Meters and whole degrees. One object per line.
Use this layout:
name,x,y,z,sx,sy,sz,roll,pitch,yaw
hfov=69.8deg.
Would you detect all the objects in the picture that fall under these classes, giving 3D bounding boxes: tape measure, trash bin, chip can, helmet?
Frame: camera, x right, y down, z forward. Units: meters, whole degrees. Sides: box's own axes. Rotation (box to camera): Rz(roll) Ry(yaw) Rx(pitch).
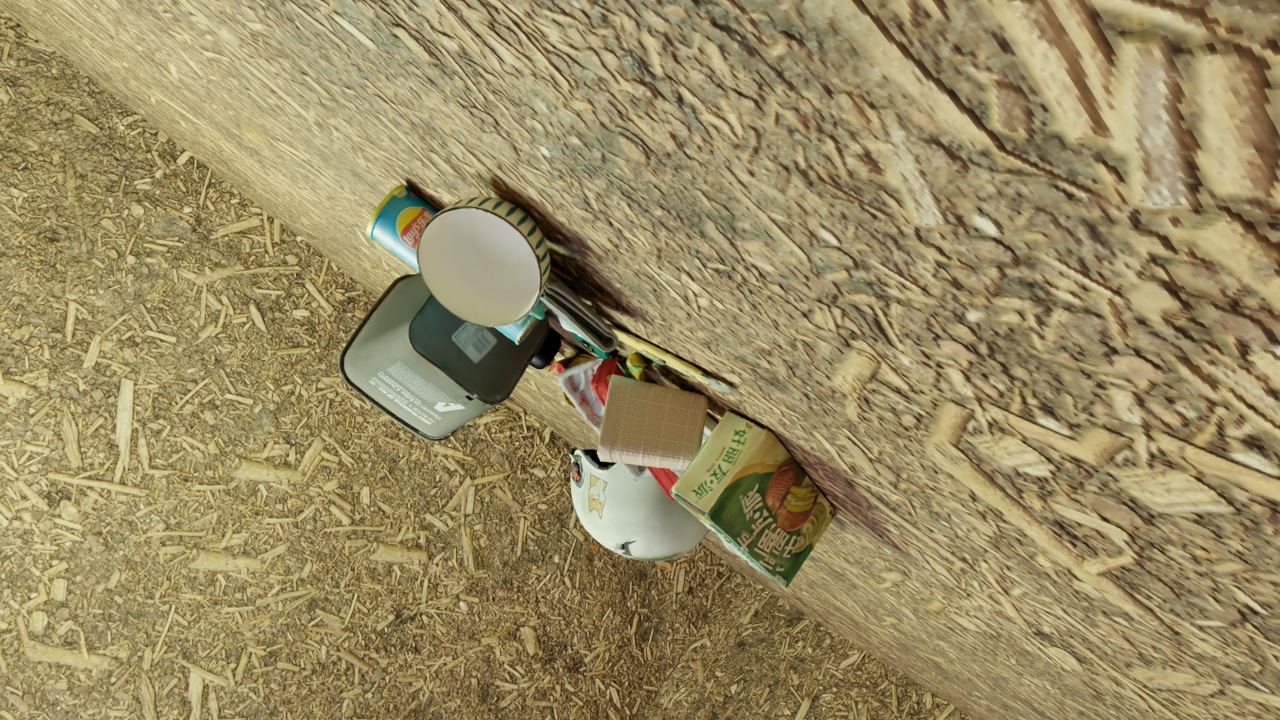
tape measure,-0.137,-0.015,1.293,0.039,0.057,0.057,38,168,-17
tape measure,-0.054,-0.023,1.068,0.058,0.025,0.054,33,169,18
trash bin,-0.251,-0.019,1.208,0.199,0.198,0.220,40,153,-21
chip can,-0.201,-0.107,1.031,0.210,0.071,0.071,36,170,-2
helmet,0.000,0.223,1.405,0.229,0.156,0.275,16,170,-38

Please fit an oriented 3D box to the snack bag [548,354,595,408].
snack bag,-0.081,0.038,1.355,0.128,0.073,0.208,34,175,-1

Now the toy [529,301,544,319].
toy,-0.142,-0.093,0.970,0.096,0.030,0.092,42,-166,-44

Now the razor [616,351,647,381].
razor,-0.006,0.006,1.030,0.043,0.028,0.132,61,176,6

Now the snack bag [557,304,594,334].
snack bag,-0.066,-0.044,0.996,0.105,0.026,0.045,19,130,62

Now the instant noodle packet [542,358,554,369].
instant noodle packet,-0.184,-0.035,1.395,0.128,0.044,0.111,35,171,0

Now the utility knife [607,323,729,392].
utility knife,0.026,-0.004,0.936,0.183,0.019,0.031,22,170,39

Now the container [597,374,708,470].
container,0.015,0.075,1.030,0.111,0.089,0.090,10,167,3

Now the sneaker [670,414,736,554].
sneaker,0.101,0.135,1.165,0.242,0.090,0.090,59,-154,-26

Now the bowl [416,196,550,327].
bowl,-0.132,-0.095,0.816,0.116,0.117,0.066,37,-145,-8

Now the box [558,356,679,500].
box,-0.023,0.094,1.172,0.201,0.100,0.094,55,-153,-25

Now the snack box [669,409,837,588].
snack box,0.134,0.162,1.039,0.063,0.114,0.240,28,167,40

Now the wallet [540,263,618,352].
wallet,-0.081,-0.068,0.905,0.106,0.037,0.130,44,179,-36
